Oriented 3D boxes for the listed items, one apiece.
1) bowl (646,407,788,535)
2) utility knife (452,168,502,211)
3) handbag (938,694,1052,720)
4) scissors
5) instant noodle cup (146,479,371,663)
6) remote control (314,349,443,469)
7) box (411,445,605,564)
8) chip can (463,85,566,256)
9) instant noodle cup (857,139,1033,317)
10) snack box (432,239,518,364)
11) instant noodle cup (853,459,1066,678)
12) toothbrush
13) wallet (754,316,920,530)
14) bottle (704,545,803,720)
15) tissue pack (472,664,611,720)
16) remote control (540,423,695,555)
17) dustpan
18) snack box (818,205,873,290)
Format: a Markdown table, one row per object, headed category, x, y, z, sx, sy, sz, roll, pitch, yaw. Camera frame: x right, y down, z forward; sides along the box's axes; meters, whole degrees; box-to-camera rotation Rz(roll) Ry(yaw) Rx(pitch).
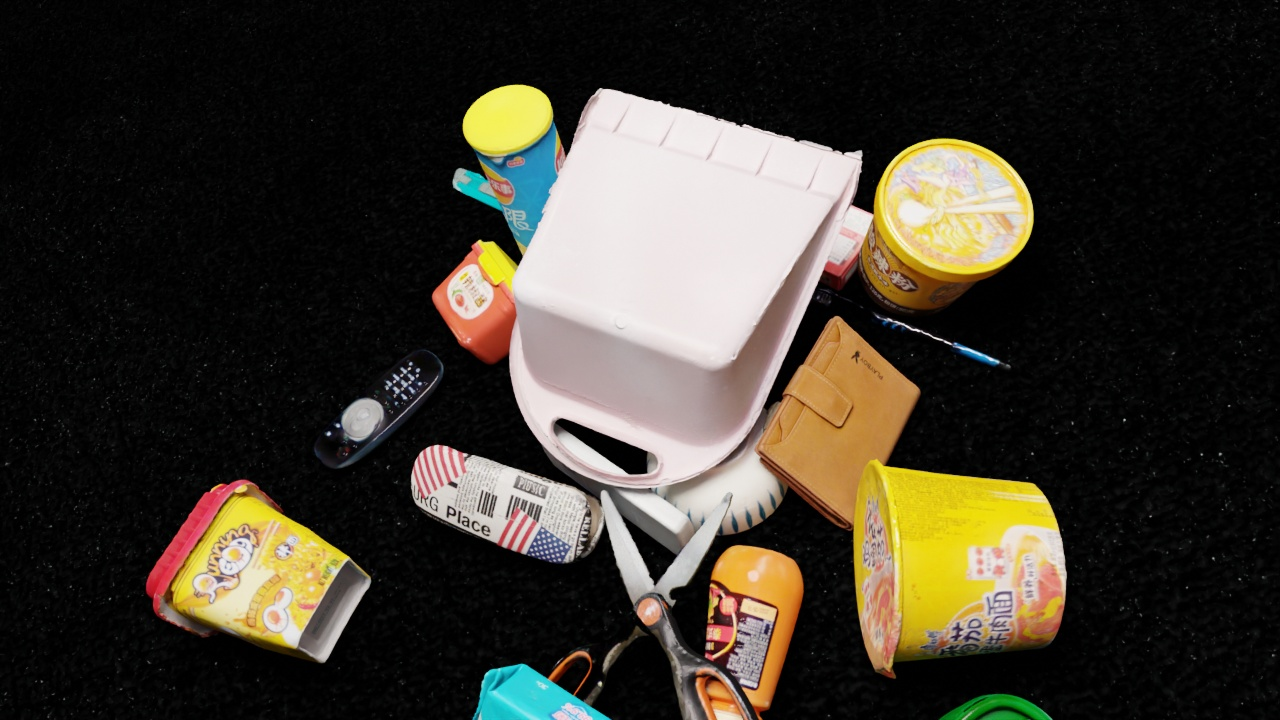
| category | x | y | z | sx | sy | sz | roll | pitch | yaw |
| --- | --- | --- | --- | --- | --- | --- | --- | --- | --- |
| bowl | 0.059 | 0.072 | 0.724 | 0.116 | 0.066 | 0.116 | -5 | 58 | 9 |
| utility knife | -0.135 | -0.165 | 0.943 | 0.166 | 0.013 | 0.029 | 27 | 69 | 25 |
| handbag | 0.217 | 0.283 | 0.565 | 0.131 | 0.068 | 0.120 | -39 | 66 | -14 |
| scissors | 0.007 | 0.196 | 0.638 | 0.234 | 0.021 | 0.221 | -50 | 56 | 7 |
| instant noodle cup | -0.291 | 0.173 | 0.720 | 0.124 | 0.116 | 0.116 | 21 | 64 | 10 |
| remote control | -0.233 | 0.046 | 0.829 | 0.053 | 0.024 | 0.136 | 38 | 74 | 27 |
| box | -0.113 | 0.114 | 0.728 | 0.163 | 0.082 | 0.075 | 17 | 71 | 19 |
| chip can | -0.085 | -0.134 | 0.796 | 0.071 | 0.210 | 0.071 | -5 | 58 | 9 |
| instant noodle cup | 0.237 | -0.099 | 0.749 | 0.118 | 0.115 | 0.118 | 1 | 70 | -3 |
| snack box | -0.136 | -0.049 | 0.839 | 0.080 | 0.082 | 0.091 | -40 | 57 | 2 |
| instant noodle cup | 0.210 | 0.137 | 0.618 | 0.110 | 0.138 | 0.137 | 1 | 59 | 2 |
| toothbrush | 0.220 | -0.027 | 0.781 | 0.190 | 0.014 | 0.016 | 25 | 68 | 24 |
| wallet | 0.154 | 0.047 | 0.709 | 0.108 | 0.031 | 0.131 | 40 | 67 | -15 |
| bottle | 0.072 | 0.209 | 0.643 | 0.067 | 0.067 | 0.149 | 8 | 69 | 17 |
| tissue pack | -0.059 | 0.270 | 0.611 | 0.133 | 0.093 | 0.050 | 24 | 23 | 25 |
| remote control | -0.019 | 0.100 | 0.728 | 0.150 | 0.058 | 0.021 | 33 | 68 | 27 |
| dustpan | 0.014 | -0.052 | 0.701 | 0.223 | 0.139 | 0.272 | 22 | 62 | 17 |
| snack box | 0.140 | -0.128 | 0.853 | 0.153 | 0.025 | 0.075 | 30 | 70 | 27 |
